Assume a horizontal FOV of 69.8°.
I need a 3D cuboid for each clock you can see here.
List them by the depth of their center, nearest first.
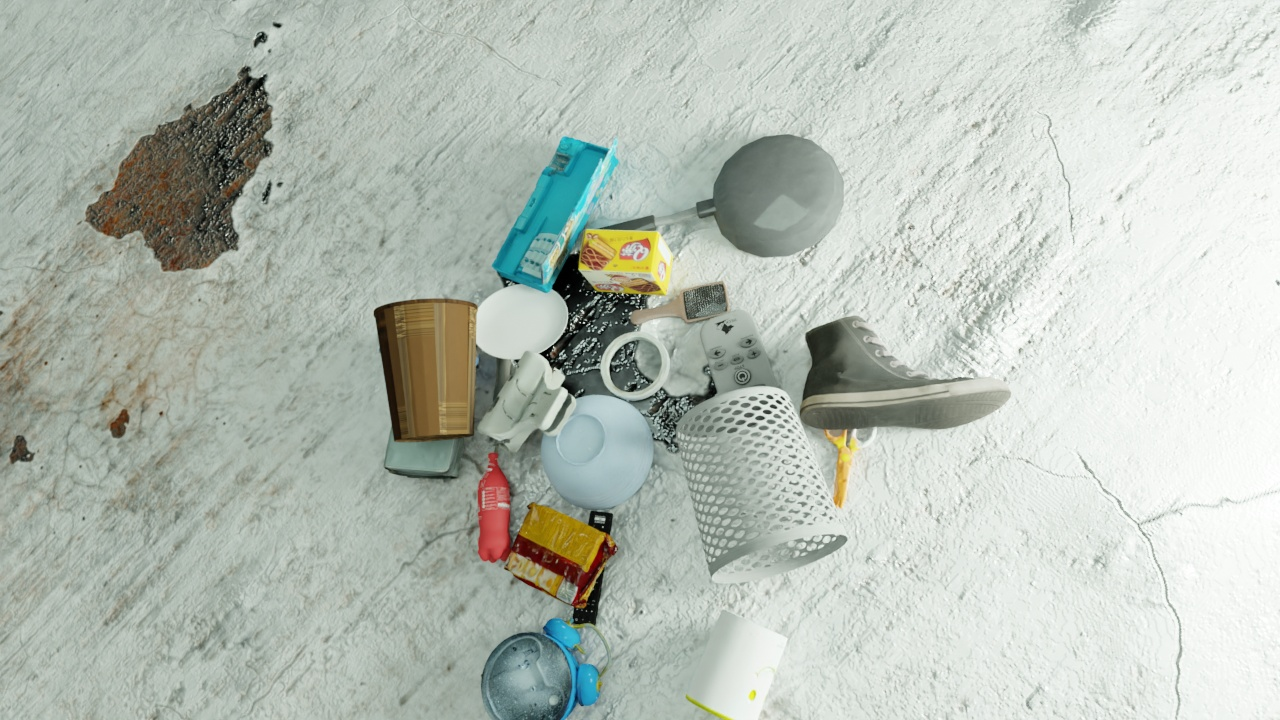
[{"bbox_3d":[-0.111,0.376,1.093,0.161,0.060,0.116,-31,65,3],"label":"clock"}]

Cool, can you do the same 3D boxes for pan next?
[{"bbox_3d":[0.094,-0.208,1.240,0.358,0.041,0.178,-12,69,13],"label":"pan"}]

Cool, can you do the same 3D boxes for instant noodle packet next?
[{"bbox_3d":[-0.102,0.242,1.140,0.136,0.039,0.098,17,81,33],"label":"instant noodle packet"}]

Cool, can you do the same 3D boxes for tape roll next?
[{"bbox_3d":[-0.007,0.007,1.213,0.093,0.013,0.093,-6,70,16],"label":"tape roll"}]

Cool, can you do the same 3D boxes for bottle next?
[{"bbox_3d":[-0.190,0.190,1.191,0.042,0.042,0.141,-10,69,14],"label":"bottle"}]

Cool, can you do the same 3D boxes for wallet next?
[{"bbox_3d":[-0.287,0.095,1.250,0.100,0.054,0.131,5,72,7],"label":"wallet"}]

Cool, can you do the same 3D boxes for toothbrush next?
[{"bbox_3d":[-0.190,0.048,1.253,0.024,0.022,0.185,-11,69,35],"label":"toothbrush"}]

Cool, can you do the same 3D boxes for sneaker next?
[{"bbox_3d":[0.306,0.014,1.076,0.235,0.095,0.119,-4,62,16],"label":"sneaker"}]

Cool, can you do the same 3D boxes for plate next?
[{"bbox_3d":[-0.166,-0.052,1.267,0.134,0.011,0.134,-4,53,5],"label":"plate"}]

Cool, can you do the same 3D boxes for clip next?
[{"bbox_3d":[-0.149,0.051,1.168,0.104,0.152,0.126,34,75,-15],"label":"clip"}]

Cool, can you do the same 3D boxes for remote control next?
[{"bbox_3d":[-0.060,0.258,1.144,0.030,0.009,0.140,4,73,18],"label":"remote control"},{"bbox_3d":[0.127,0.008,1.168,0.074,0.019,0.151,-20,67,10],"label":"remote control"}]

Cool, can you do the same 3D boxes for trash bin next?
[{"bbox_3d":[0.131,0.140,1.050,0.156,0.156,0.183,-20,64,9],"label":"trash bin"}]

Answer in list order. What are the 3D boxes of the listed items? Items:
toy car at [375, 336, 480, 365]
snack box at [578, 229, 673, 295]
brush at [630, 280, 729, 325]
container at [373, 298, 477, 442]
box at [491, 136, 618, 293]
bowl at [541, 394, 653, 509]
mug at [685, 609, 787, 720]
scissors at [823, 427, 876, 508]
[{"bbox_3d":[-0.294,-0.017,1.283,0.153,0.055,0.056,15,83,14],"label":"toy car"},{"bbox_3d":[-0.019,-0.131,1.226,0.106,0.083,0.061,5,74,18],"label":"snack box"},{"bbox_3d":[0.050,-0.071,1.222,0.136,0.015,0.049,-12,68,13],"label":"brush"},{"bbox_3d":[-0.270,0.017,1.179,0.132,0.132,0.167,-8,82,15],"label":"container"},{"bbox_3d":[-0.100,-0.207,1.279,0.172,0.084,0.227,10,70,54],"label":"box"},{"bbox_3d":[-0.064,0.108,1.162,0.151,0.075,0.150,-5,71,15],"label":"bowl"},{"bbox_3d":[0.108,0.343,1.024,0.082,0.082,0.106,20,77,22],"label":"mug"},{"bbox_3d":[0.248,0.118,1.098,0.065,0.013,0.128,3,72,19],"label":"scissors"}]
